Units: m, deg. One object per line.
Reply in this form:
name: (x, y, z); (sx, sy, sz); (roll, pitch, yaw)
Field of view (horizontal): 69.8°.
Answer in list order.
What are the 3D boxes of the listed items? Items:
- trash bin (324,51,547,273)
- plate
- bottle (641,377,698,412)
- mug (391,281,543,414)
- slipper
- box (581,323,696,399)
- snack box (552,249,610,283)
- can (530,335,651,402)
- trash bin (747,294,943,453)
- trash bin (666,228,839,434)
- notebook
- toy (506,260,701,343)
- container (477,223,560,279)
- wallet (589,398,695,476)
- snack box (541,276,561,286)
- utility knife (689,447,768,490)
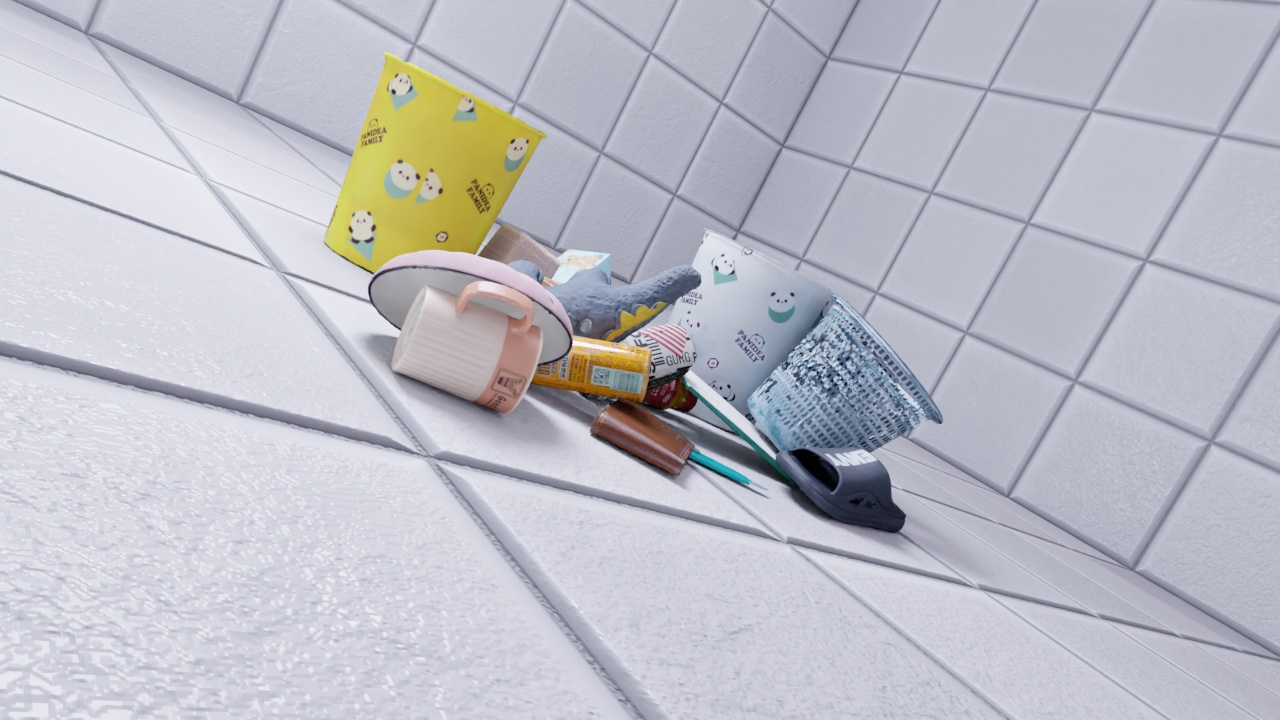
trash bin: (-0.282, -0.237, 1.216); (0.229, 0.255, 0.229); (27, 8, -4)
plate: (-0.152, -0.051, 0.850); (0.192, 0.039, 0.193); (11, -23, 4)
bottle: (0.000, 0.024, 1.201); (0.174, 0.057, 0.057); (23, 8, -34)
mug: (-0.141, -0.019, 0.778); (0.106, 0.115, 0.081); (22, 39, -22)
slipper: (0.269, 0.148, 1.164); (0.268, 0.083, 0.110); (25, 15, -45)
box: (-0.008, 0.012, 1.115); (0.162, 0.087, 0.076); (-17, 75, -40)
snack box: (-0.110, -0.119, 1.408); (0.074, 0.052, 0.174); (10, 27, 18)
can: (-0.063, 0.004, 0.957); (0.146, 0.058, 0.058); (10, 7, 0)
trash bin: (0.266, 0.057, 1.265); (0.226, 0.195, 0.226); (49, 7, -8)
trash bin: (0.142, -0.038, 1.393); (0.229, 0.252, 0.229); (27, 7, -4)
notebook: (0.122, 0.075, 1.209); (0.209, 0.012, 0.150); (41, 7, -17)
toy: (-0.113, -0.058, 1.038); (0.357, 0.137, 0.091); (4, -24, 13)
container: (-0.182, -0.121, 1.288); (0.090, 0.111, 0.090); (38, -3, -38)
wallet: (0.007, 0.079, 0.947); (0.101, 0.032, 0.124); (30, 8, 6)
snack box: (-0.110, -0.049, 1.173); (0.077, 0.093, 0.094); (31, 8, 29)
utility knife: (0.068, 0.108, 1.028); (0.174, 0.013, 0.029); (27, 9, -4)
